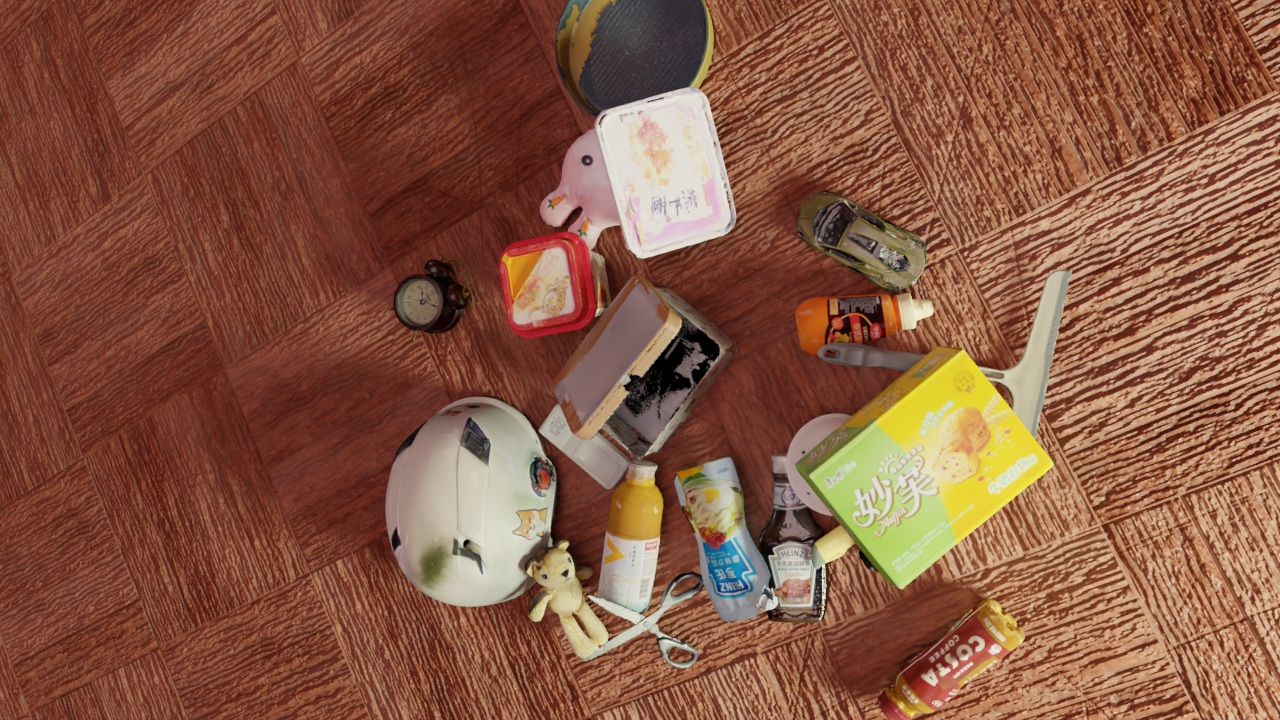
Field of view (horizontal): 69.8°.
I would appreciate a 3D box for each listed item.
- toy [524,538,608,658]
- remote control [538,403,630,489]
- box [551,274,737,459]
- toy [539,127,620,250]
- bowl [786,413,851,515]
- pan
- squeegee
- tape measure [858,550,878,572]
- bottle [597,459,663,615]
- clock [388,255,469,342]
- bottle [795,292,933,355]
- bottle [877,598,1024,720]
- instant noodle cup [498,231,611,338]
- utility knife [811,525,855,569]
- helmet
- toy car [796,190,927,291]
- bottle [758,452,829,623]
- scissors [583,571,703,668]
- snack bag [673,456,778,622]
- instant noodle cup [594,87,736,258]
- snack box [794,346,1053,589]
[{"bbox_3d":[-0.089,0.303,1.154,0.066,0.105,0.157,3,121,57],"label":"toy"},{"bbox_3d":[-0.071,0.110,1.176,0.125,0.024,0.049,38,104,15],"label":"remote control"},{"bbox_3d":[-0.008,0.006,1.067,0.152,0.174,0.182,39,105,13],"label":"box"},{"bbox_3d":[-0.053,-0.210,1.138,0.121,0.054,0.160,44,112,4],"label":"toy"},{"bbox_3d":[0.227,0.119,1.027,0.118,0.065,0.118,0,88,0],"label":"bowl"},{"bbox_3d":[0.034,-0.445,1.078,0.198,0.078,0.358,41,105,13],"label":"pan"},{"bbox_3d":[0.317,0.006,1.010,0.246,0.039,0.246,8,101,5],"label":"squeegee"},{"bbox_3d":[0.280,0.213,1.036,0.039,0.057,0.057,55,140,6],"label":"tape measure"},{"bbox_3d":[-0.010,0.218,1.136,0.068,0.068,0.189,10,96,19],"label":"bottle"},{"bbox_3d":[-0.275,-0.085,1.223,0.122,0.055,0.082,-40,79,16],"label":"clock"},{"bbox_3d":[0.252,-0.047,1.033,0.150,0.066,0.066,-10,90,13],"label":"bottle"},{"bbox_3d":[0.341,0.339,1.021,0.057,0.057,0.175,47,107,12],"label":"bottle"},{"bbox_3d":[-0.096,-0.090,1.121,0.117,0.124,0.116,-9,89,20],"label":"instant noodle cup"},{"bbox_3d":[0.283,0.169,1.037,0.216,0.022,0.031,-34,82,11],"label":"utility knife"},{"bbox_3d":[-0.233,0.188,1.169,0.230,0.156,0.274,-3,92,20],"label":"helmet"},{"bbox_3d":[0.248,-0.136,1.039,0.158,0.042,0.070,32,102,18],"label":"toy car"},{"bbox_3d":[0.179,0.208,1.081,0.080,0.044,0.195,-3,91,15],"label":"bottle"},{"bbox_3d":[0.010,0.315,1.114,0.179,0.014,0.159,37,80,-24],"label":"scissors"},{"bbox_3d":[0.100,0.215,1.095,0.111,0.038,0.191,-23,79,41],"label":"snack bag"},{"bbox_3d":[0.026,-0.218,1.074,0.138,0.060,0.173,-18,104,-9],"label":"instant noodle cup"},{"bbox_3d":[0.293,0.109,0.958,0.210,0.070,0.157,-39,94,0],"label":"snack box"}]
